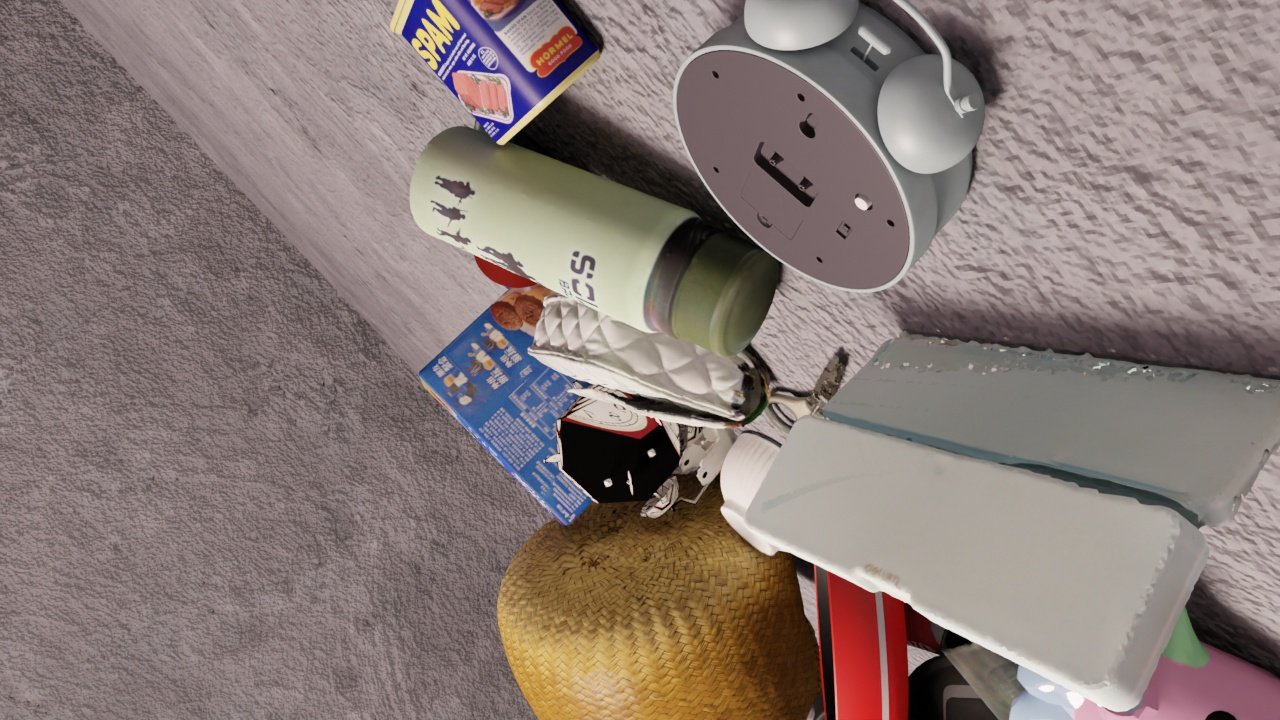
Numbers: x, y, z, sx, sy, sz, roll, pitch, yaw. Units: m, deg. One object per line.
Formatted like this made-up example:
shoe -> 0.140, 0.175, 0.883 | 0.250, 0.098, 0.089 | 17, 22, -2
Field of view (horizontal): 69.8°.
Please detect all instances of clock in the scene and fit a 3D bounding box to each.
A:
clock -> 0.073, -0.091, 0.363 | 0.122, 0.045, 0.159 | 43, 164, 8
clock -> -0.001, 0.081, 0.835 | 0.154, 0.114, 0.065 | 21, 172, -8

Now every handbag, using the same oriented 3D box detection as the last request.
handbag -> -0.004, 0.004, 0.707 | 0.138, 0.072, 0.195 | 23, 175, -22

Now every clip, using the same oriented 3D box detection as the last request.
clip -> 0.067, 0.084, 0.811 | 0.050, 0.058, 0.102 | 17, 151, 35

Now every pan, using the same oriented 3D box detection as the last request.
pan -> 0.152, 0.235, 0.691 | 0.067, 0.208, 0.357 | -3, 132, 8

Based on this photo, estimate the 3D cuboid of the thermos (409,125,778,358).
thermos -> -0.028, -0.074, 0.560 | 0.231, 0.082, 0.082 | 25, 157, 24

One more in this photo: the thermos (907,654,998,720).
thermos -> 0.268, 0.299, 0.719 | 0.082, 0.082, 0.240 | 33, 169, 39

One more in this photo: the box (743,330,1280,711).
box -> 0.135, 0.044, 0.375 | 0.041, 0.134, 0.197 | 41, 168, -27

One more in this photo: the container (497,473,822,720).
container -> 0.016, 0.252, 0.893 | 0.307, 0.306, 0.197 | 20, 134, 57

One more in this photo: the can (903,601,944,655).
can -> 0.217, 0.194, 0.706 | 0.054, 0.054, 0.097 | 46, 165, -4

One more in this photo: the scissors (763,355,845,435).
scissors -> 0.110, 0.025, 0.619 | 0.121, 0.012, 0.171 | 29, 160, 41

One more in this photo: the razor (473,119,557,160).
razor -> -0.069, -0.110, 0.641 | 0.151, 0.067, 0.054 | 49, -175, 4

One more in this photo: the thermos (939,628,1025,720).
thermos -> 0.290, 0.241, 0.574 | 0.221, 0.098, 0.098 | 49, 165, 6

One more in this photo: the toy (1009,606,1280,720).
toy -> 0.256, 0.229, 0.484 | 0.171, 0.119, 0.223 | 36, 119, 9

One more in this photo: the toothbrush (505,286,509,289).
toothbrush -> -0.121, -0.066, 0.987 | 0.182, 0.018, 0.016 | 45, 169, -11

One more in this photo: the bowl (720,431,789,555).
bowl -> 0.110, 0.124, 0.784 | 0.118, 0.062, 0.118 | 42, 164, 14

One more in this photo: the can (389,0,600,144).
can -> -0.082, -0.180, 0.513 | 0.092, 0.056, 0.116 | 48, 164, -15

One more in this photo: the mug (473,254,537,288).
mug -> -0.102, -0.120, 0.712 | 0.083, 0.073, 0.105 | 98, 155, -71

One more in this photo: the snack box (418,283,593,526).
snack box -> -0.090, 0.037, 0.903 | 0.202, 0.155, 0.069 | 44, 168, 3
